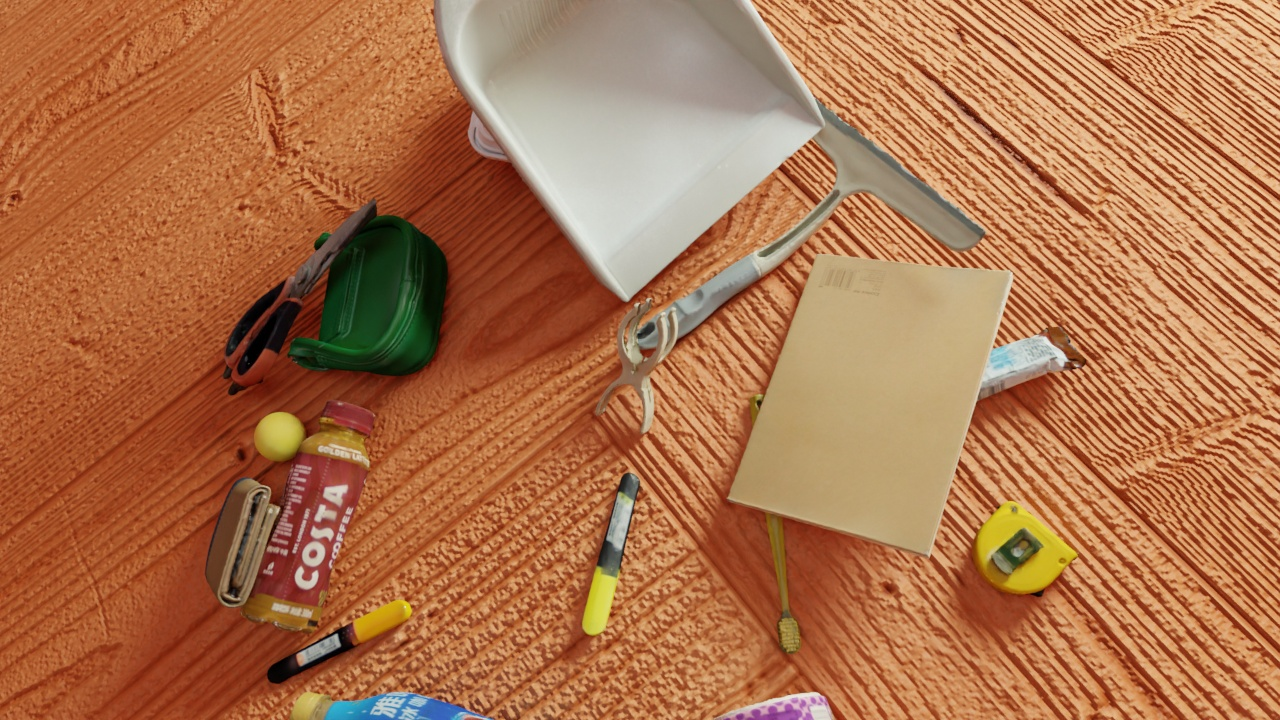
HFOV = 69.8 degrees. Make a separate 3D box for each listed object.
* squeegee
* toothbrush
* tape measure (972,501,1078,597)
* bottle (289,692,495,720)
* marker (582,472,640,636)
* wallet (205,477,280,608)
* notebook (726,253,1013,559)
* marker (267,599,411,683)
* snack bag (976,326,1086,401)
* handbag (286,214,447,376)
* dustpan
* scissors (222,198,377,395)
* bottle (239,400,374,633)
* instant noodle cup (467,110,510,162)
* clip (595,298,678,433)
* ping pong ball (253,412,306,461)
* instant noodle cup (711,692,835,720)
[{"bbox_3d":[0.094,-0.081,0.726,0.246,0.039,0.246,-39,51,3],"label":"squeegee"},{"bbox_3d":[0.098,0.116,0.672,0.016,0.016,0.190,-7,71,7],"label":"toothbrush"},{"bbox_3d":[0.260,0.132,0.631,0.057,0.029,0.060,-44,70,-5],"label":"tape measure"},{"bbox_3d":[-0.142,0.273,0.641,0.219,0.065,0.065,9,74,14],"label":"bottle"},{"bbox_3d":[-0.021,0.144,0.688,0.018,0.015,0.124,10,72,12],"label":"marker"},{"bbox_3d":[-0.301,0.134,0.692,0.033,0.115,0.090,19,77,-25],"label":"wallet"},{"bbox_3d":[0.162,0.020,0.657,0.150,0.012,0.211,11,71,34],"label":"notebook"},{"bbox_3d":[-0.231,0.216,0.703,0.124,0.015,0.018,-27,68,4],"label":"marker"},{"bbox_3d":[0.267,0.005,0.671,0.105,0.026,0.045,-21,40,4],"label":"snack bag"},{"bbox_3d":[-0.226,-0.052,0.758,0.120,0.068,0.131,-2,73,16],"label":"handbag"},{"bbox_3d":[-0.016,-0.213,0.657,0.222,0.142,0.257,-42,90,-1],"label":"dustpan"},{"bbox_3d":[-0.274,-0.047,0.737,0.211,0.015,0.176,-5,68,43],"label":"scissors"},{"bbox_3d":[-0.253,0.119,0.714,0.057,0.057,0.174,11,75,14],"label":"bottle"},{"bbox_3d":[-0.051,-0.229,0.767,0.173,0.060,0.137,9,73,-2],"label":"instant noodle cup"},{"bbox_3d":[-0.001,0.005,0.700,0.076,0.034,0.101,23,107,14],"label":"clip"},{"bbox_3d":[-0.294,0.062,0.749,0.040,0.040,0.040,-3,72,9],"label":"ping pong ball"},{"bbox_3d":[0.091,0.271,0.581,0.111,0.111,0.099,-19,61,4],"label":"instant noodle cup"}]
